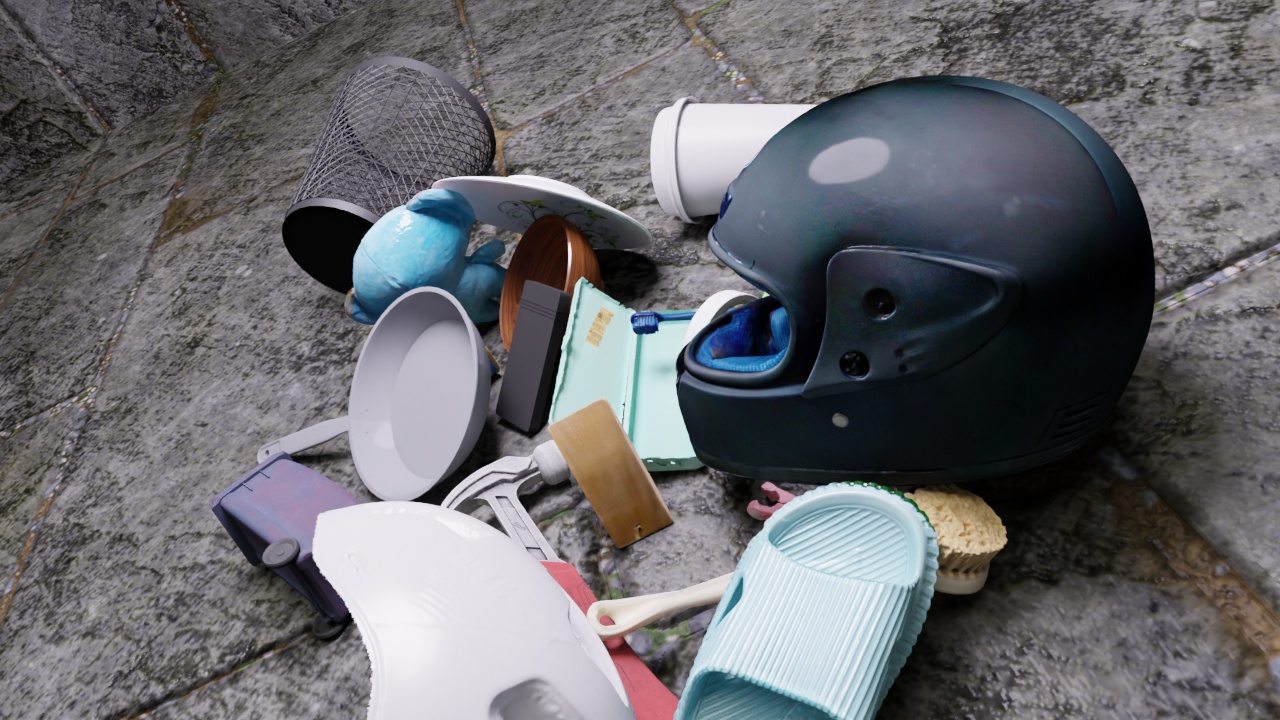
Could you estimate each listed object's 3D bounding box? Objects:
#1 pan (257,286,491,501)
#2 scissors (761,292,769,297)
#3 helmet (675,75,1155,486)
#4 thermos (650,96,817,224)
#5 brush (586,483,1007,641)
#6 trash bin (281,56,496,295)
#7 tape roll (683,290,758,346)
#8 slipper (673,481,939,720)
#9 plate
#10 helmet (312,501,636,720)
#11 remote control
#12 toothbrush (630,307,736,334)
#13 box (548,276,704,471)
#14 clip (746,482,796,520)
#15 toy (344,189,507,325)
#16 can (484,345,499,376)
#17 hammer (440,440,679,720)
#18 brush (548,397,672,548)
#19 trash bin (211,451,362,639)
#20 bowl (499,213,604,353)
[{"bbox_3d":[-0.266,0.055,0.901,0.358,0.050,0.200,-22,65,37],"label":"pan"},{"bbox_3d":[0.125,-0.055,0.846,0.071,0.014,0.130,15,55,42],"label":"scissors"},{"bbox_3d":[0.161,-0.061,0.613,0.317,0.236,0.248,-6,19,26],"label":"helmet"},{"bbox_3d":[0.133,-0.209,0.939,0.222,0.132,0.131,1,46,22],"label":"thermos"},{"bbox_3d":[0.093,0.137,0.584,0.272,0.077,0.062,-15,26,11],"label":"brush"},{"bbox_3d":[-0.324,-0.220,1.165,0.217,0.217,0.242,-6,49,26],"label":"trash bin"},{"bbox_3d":[0.073,-0.011,0.760,0.019,0.094,0.093,19,57,44],"label":"tape roll"},{"bbox_3d":[0.070,0.186,0.499,0.116,0.069,0.275,18,75,34],"label":"slipper"},{"bbox_3d":[-0.098,-0.161,0.946,0.230,0.229,0.030,8,84,37],"label":"plate"},{"bbox_3d":[-0.114,0.202,0.534,0.183,0.224,0.282,-22,35,-33],"label":"helmet"},{"bbox_3d":[-0.101,-0.005,0.857,0.058,0.013,0.133,23,103,45],"label":"remote control"},{"bbox_3d":[0.086,-0.037,0.799,0.190,0.016,0.017,-4,53,0],"label":"toothbrush"},{"bbox_3d":[-0.007,0.012,0.795,0.138,0.057,0.186,11,42,-3],"label":"box"},{"bbox_3d":[0.101,0.110,0.665,0.044,0.023,0.060,-38,37,-5],"label":"clip"},{"bbox_3d":[-0.213,-0.099,0.964,0.184,0.180,0.114,-50,49,21],"label":"toy"},{"bbox_3d":[-0.200,0.008,0.939,0.100,0.054,0.058,12,53,40],"label":"can"},{"bbox_3d":[-0.054,0.173,0.664,0.126,0.036,0.316,-25,39,-19],"label":"hammer"},{"bbox_3d":[-0.023,0.084,0.703,0.049,0.117,0.039,-28,19,3],"label":"brush"},{"bbox_3d":[-0.298,0.153,0.802,0.161,0.094,0.092,18,47,41],"label":"trash bin"},{"bbox_3d":[-0.079,-0.067,0.924,0.148,0.068,0.147,-27,56,51],"label":"bowl"}]
